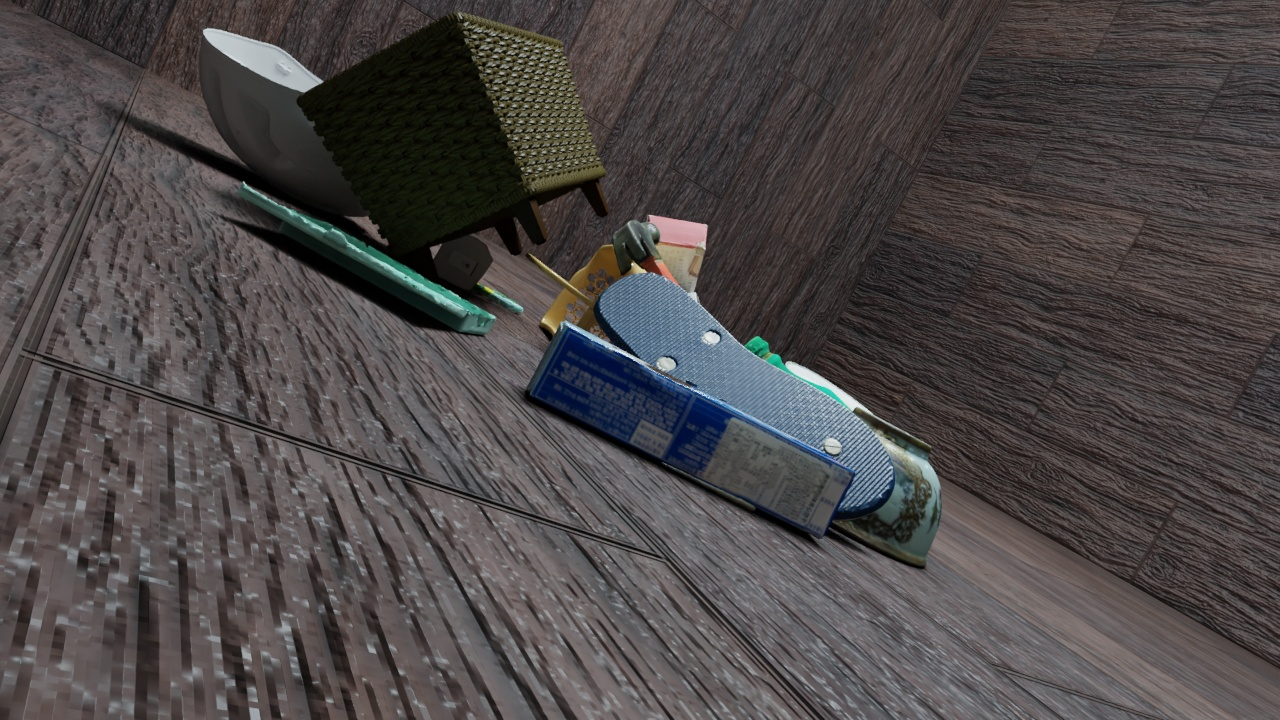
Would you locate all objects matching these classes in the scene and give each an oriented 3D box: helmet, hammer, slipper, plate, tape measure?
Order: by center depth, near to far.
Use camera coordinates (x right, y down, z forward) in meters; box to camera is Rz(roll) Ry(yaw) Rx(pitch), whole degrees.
[{"bbox_3d":[0.072,0.035,0.758,0.295,0.118,0.060,42,-34,24],"label":"slipper"},{"bbox_3d":[0.085,-0.004,0.913,0.333,0.033,0.133,51,16,2],"label":"hammer"},{"bbox_3d":[0.230,0.053,1.065,0.157,0.014,0.156,32,15,-10],"label":"plate"},{"bbox_3d":[-0.208,-0.117,1.066,0.062,0.060,0.020,30,4,-16],"label":"tape measure"},{"bbox_3d":[-0.385,-0.285,1.080,0.224,0.184,0.282,38,0,43],"label":"helmet"}]

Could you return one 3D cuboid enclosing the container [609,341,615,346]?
[{"bbox_3d":[-0.005,0.005,0.855,0.063,0.061,0.114,28,4,4],"label":"container"}]

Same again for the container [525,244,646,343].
[{"bbox_3d":[-0.054,-0.070,1.024,0.167,0.129,0.183,36,2,-16],"label":"container"}]

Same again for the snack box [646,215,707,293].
[{"bbox_3d":[0.026,-0.083,1.173,0.076,0.044,0.273,10,-30,-1],"label":"snack box"}]

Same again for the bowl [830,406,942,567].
[{"bbox_3d":[0.198,0.098,0.802,0.160,0.094,0.160,28,4,-2],"label":"bowl"}]

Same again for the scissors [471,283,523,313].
[{"bbox_3d":[-0.198,-0.087,1.104,0.130,0.014,0.070,26,4,-30],"label":"scissors"}]

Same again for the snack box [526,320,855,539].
[{"bbox_3d":[0.034,0.047,0.634,0.226,0.059,0.059,27,1,-7],"label":"snack box"}]

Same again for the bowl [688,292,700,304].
[{"bbox_3d":[0.052,-0.010,1.107,0.064,0.132,0.131,-14,0,7],"label":"bowl"}]

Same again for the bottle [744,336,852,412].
[{"bbox_3d":[0.182,0.061,0.963,0.209,0.068,0.068,45,7,9],"label":"bottle"}]

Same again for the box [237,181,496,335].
[{"bbox_3d":[-0.216,-0.078,0.738,0.187,0.033,0.136,28,4,12],"label":"box"}]

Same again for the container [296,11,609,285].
[{"bbox_3d":[-0.160,-0.210,0.951,0.205,0.177,0.320,66,16,-9],"label":"container"}]
